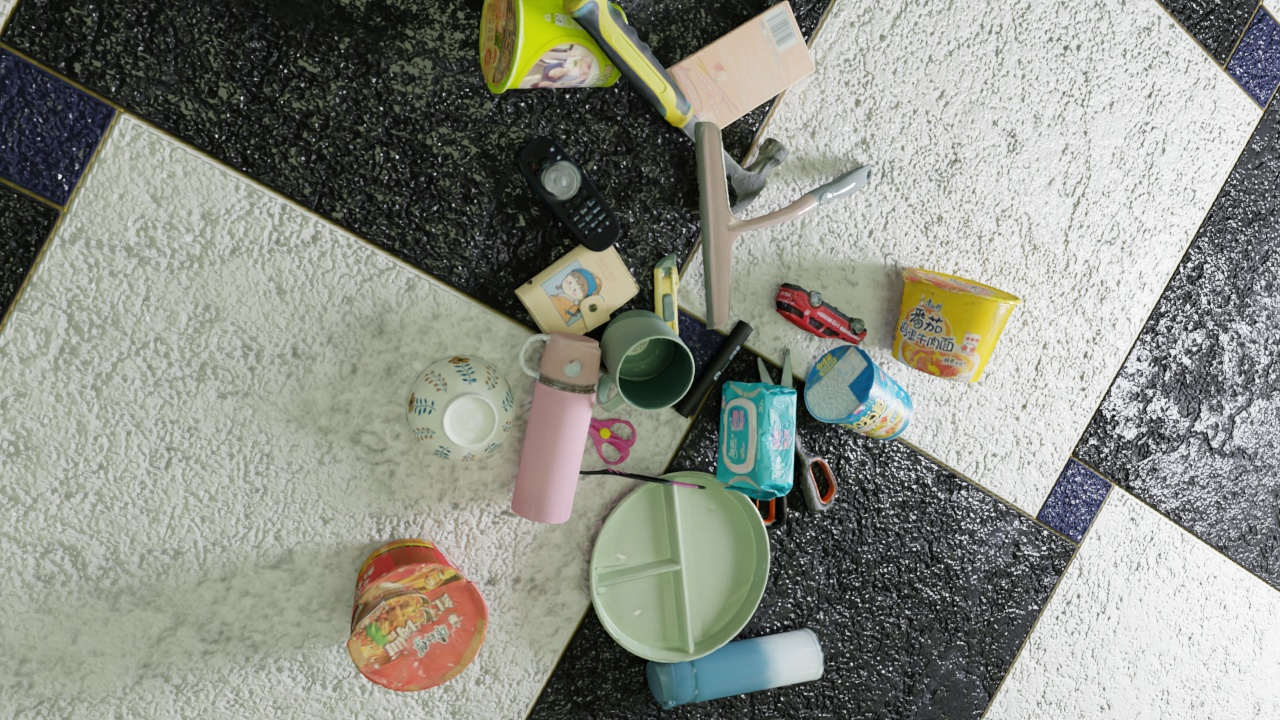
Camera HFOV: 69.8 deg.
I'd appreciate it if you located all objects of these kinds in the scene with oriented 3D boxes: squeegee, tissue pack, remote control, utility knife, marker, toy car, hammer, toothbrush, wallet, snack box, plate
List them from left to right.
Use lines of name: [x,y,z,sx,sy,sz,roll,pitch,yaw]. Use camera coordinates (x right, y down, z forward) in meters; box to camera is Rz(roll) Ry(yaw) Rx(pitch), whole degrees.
remote control: [-0.075,-0.173,0.962,0.053,0.024,0.136,-42,105,-9]
wallet: [-0.066,-0.073,0.992,0.115,0.024,0.087,-37,106,-11]
toothbrush: [-0.015,0.128,1.041,0.189,0.014,0.018,10,89,-10]
utility knife: [0.032,-0.038,1.042,0.031,0.018,0.166,-6,108,-9]
hammer: [0.032,-0.255,0.925,0.126,0.032,0.323,-52,135,2]
plate: [0.046,0.243,1.088,0.230,0.027,0.230,-2,97,-20]
marker: [0.085,0.009,1.067,0.022,0.020,0.132,37,88,6]
snack box: [0.110,-0.316,1.000,0.157,0.026,0.084,-33,112,-10]
tissue pack: [0.130,0.090,1.048,0.050,0.093,0.133,4,87,-30]
squeegee: [0.178,-0.177,1.031,0.249,0.040,0.248,-24,127,-24]
toy car: [0.212,-0.050,1.084,0.120,0.053,0.045,26,93,-21]

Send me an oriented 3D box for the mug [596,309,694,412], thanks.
mug: [-0.006,0.006,0.982,0.112,0.106,0.082,-46,115,6]

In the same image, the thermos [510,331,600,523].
thermos: [-0.098,0.069,0.974,0.087,0.067,0.199,9,101,-10]

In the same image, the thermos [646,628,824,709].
thermos: [0.117,0.378,1.135,0.220,0.070,0.070,-2,102,-19]

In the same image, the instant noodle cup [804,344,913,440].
instant noodle cup: [0.269,0.048,1.104,0.110,0.099,0.099,28,91,-36]

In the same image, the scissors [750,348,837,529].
scissors: [0.169,0.106,1.117,0.189,0.022,0.229,-44,113,-6]

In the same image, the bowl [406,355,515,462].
bowl: [-0.182,0.055,0.955,0.113,0.062,0.113,-4,101,-20]

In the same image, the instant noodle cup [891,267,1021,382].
instant noodle cup: [0.370,-0.042,1.105,0.138,0.138,0.110,7,107,-22]

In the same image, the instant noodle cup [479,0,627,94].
instant noodle cup: [-0.081,-0.312,0.894,0.123,0.112,0.112,-3,103,-29]

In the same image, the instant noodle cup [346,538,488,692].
instant noodle cup: [-0.235,0.255,0.952,0.137,0.108,0.138,-4,103,-19]

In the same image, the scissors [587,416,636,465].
scissors: [-0.063,0.069,1.027,0.133,0.017,0.056,33,74,-20]
